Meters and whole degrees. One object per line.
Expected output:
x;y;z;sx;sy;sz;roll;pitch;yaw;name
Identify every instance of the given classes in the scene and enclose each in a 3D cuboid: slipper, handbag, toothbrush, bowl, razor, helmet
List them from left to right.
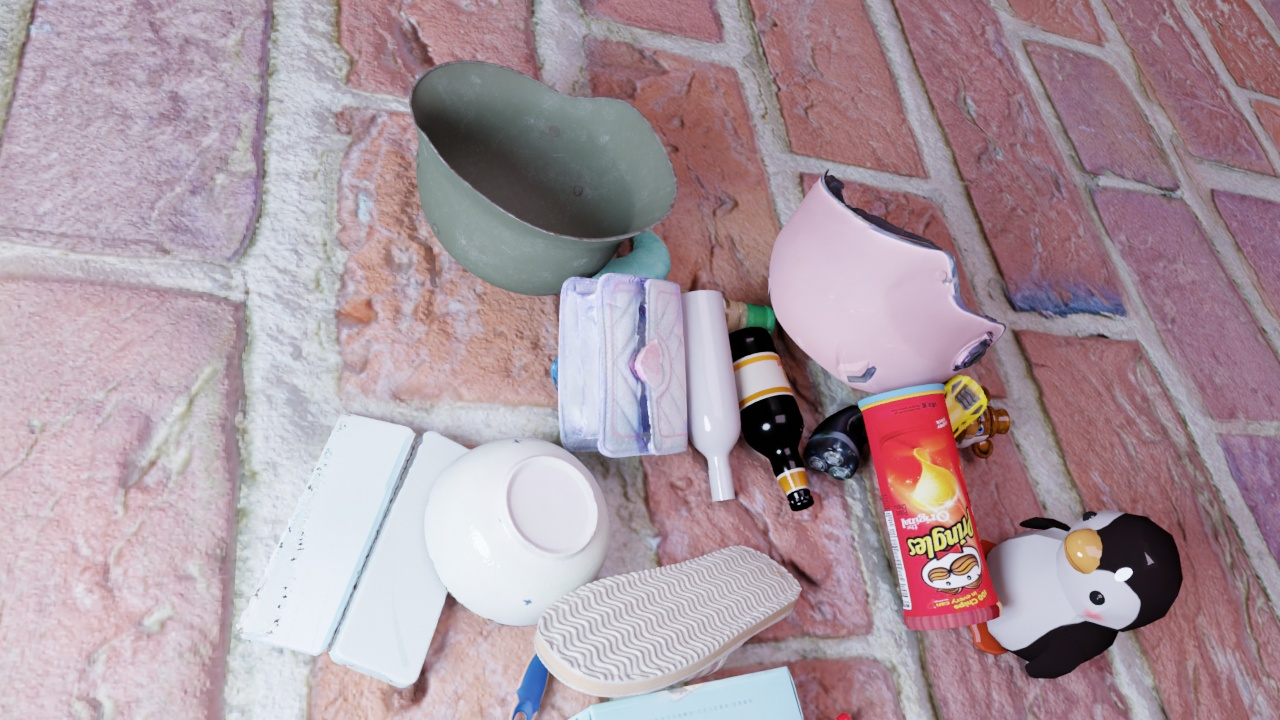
-0.093;0.277;0.683;0.021;0.017;0.134;27;54;-10;toothbrush
-0.112;-0.159;0.856;0.226;0.154;0.267;-24;67;-39;helmet
-0.086;0.125;0.727;0.153;0.073;0.153;18;53;-26;bowl
-0.005;0.005;0.812;0.126;0.069;0.158;3;85;-45;handbag
0.026;0.207;0.733;0.262;0.052;0.115;-6;31;-45;slipper
0.225;0.075;0.927;0.140;0.053;0.063;-21;83;-34;razor
0.230;-0.054;0.918;0.230;0.152;0.255;43;8;31;helmet

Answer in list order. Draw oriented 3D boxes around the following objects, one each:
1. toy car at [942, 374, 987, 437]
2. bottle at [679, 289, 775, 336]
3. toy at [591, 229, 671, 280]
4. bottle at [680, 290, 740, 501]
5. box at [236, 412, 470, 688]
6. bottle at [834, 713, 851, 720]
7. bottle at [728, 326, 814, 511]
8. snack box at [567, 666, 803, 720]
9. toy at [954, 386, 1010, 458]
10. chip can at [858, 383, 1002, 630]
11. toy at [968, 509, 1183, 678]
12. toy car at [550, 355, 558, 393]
0.300;0.061;0.918;0.107;0.030;0.049;-43;90;-6;toy car
0.081;-0.044;0.944;0.111;0.043;0.043;10;57;-17;bottle
-0.012;-0.102;0.946;0.085;0.033;0.105;40;53;17;toy
0.065;0.034;0.866;0.052;0.053;0.195;-2;77;-25;bottle
-0.203;0.137;0.708;0.136;0.044;0.196;22;51;-9;box
0.118;0.324;0.731;0.141;0.042;0.042;-23;72;-33;bottle
0.126;0.058;0.888;0.059;0.059;0.181;-5;63;-26;bottle
0.032;0.280;0.700;0.174;0.075;0.053;-1;60;-24;snack box
0.338;0.065;0.974;0.112;0.067;0.087;0;83;-10;toy
0.266;0.135;0.853;0.087;0.087;0.213;-5;78;-26;chip can
0.417;0.207;0.845;0.140;0.185;0.158;22;54;-11;toy
-0.039;-0.006;0.861;0.044;0.056;0.119;11;39;39;toy car
